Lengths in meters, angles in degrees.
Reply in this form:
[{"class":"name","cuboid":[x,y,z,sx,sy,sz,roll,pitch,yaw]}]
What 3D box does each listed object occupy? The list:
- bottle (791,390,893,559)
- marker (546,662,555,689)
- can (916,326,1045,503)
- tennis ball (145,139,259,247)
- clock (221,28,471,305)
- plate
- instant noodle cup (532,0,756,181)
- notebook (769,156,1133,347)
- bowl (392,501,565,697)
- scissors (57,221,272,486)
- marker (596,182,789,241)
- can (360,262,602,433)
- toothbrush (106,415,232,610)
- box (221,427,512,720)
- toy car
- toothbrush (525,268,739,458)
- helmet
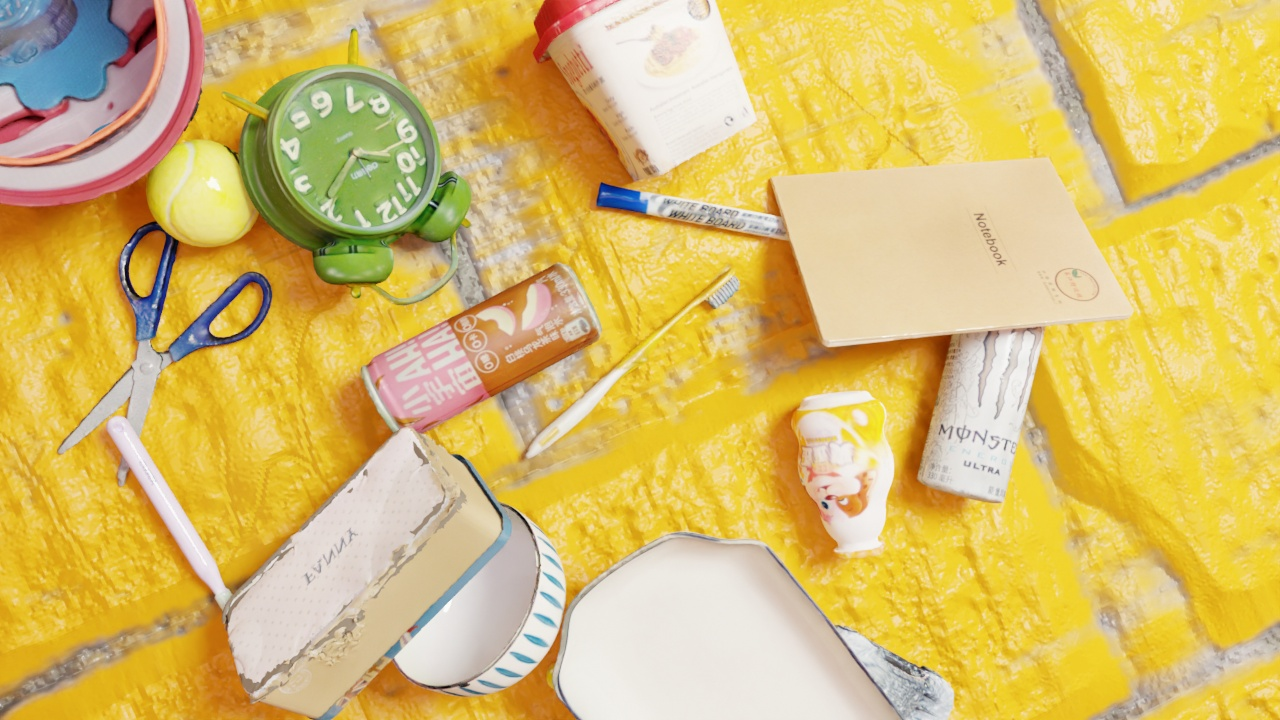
[{"class":"bottle","cuboid":[0.138,0.076,0.612,0.063,0.063,0.108,-9,89,-7]},{"class":"marker","cuboid":[-0.012,0.242,0.615,0.124,0.015,0.018,39,85,-7]},{"class":"can","cuboid":[0.235,0.021,0.628,0.058,0.058,0.146,16,86,-6]},{"class":"tennis ball","cuboid":[-0.270,-0.103,0.569,0.065,0.065,0.065,0,88,-7]},{"class":"clock","cuboid":[-0.172,-0.110,0.568,0.115,0.056,0.161,-40,111,-27]},{"class":"plate","cuboid":[0.061,0.216,0.583,0.162,0.034,0.266,-37,106,7]},{"class":"instant noodle cup","cuboid":[0.007,-0.189,0.588,0.116,0.116,0.124,-31,104,-7]},{"class":"notebook","cuboid":[0.204,-0.078,0.616,0.207,0.008,0.147,-5,56,-7]},{"class":"bowl","cuboid":[-0.093,0.153,0.570,0.116,0.116,0.066,-50,136,-6]},{"class":"scissors","cuboid":[-0.313,-0.011,0.588,0.163,0.012,0.160,-24,93,-6]},{"class":"marker","cuboid":[0.042,-0.101,0.631,0.145,0.017,0.017,10,87,-6]},{"class":"can","cuboid":[-0.100,-0.006,0.590,0.147,0.058,0.058,-28,91,-7]},{"class":"toothbrush","cuboid":[-0.283,0.117,0.580,0.029,0.021,0.189,-33,95,-31]},{"class":"box","cuboid":[-0.161,0.122,0.551,0.184,0.090,0.061,-43,136,-1]},{"class":"toy car","cuboid":[0.164,0.221,0.627,0.105,0.031,0.049,28,84,-4]},{"class":"toothbrush","cuboid":[-0.004,0.004,0.623,0.191,0.016,0.018,-42,102,-7]},{"class":"helmet","cuboid":[-0.359,-0.200,0.527,0.207,0.144,0.240,-42,107,-5]}]
